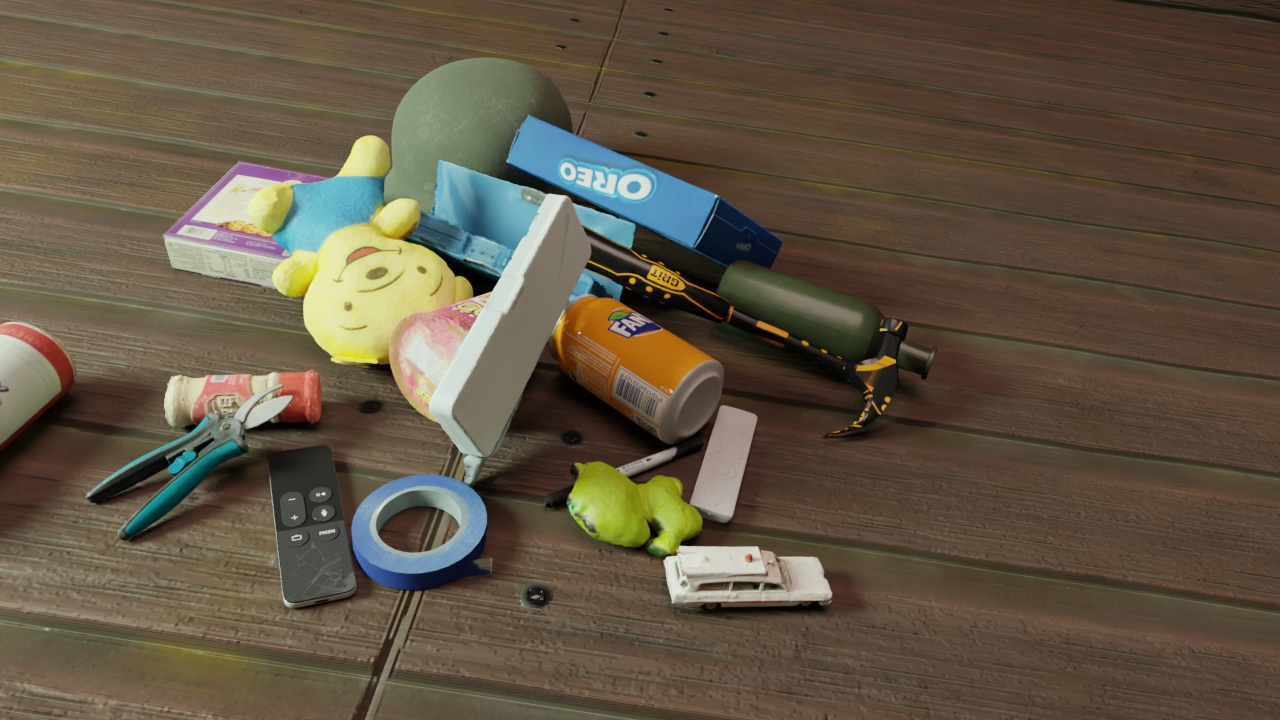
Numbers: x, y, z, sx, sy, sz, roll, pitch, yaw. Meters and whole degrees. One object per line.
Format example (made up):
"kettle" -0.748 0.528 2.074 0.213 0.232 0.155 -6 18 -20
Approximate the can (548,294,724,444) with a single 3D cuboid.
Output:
"can" -0.005 0.005 0.772 0.142 0.079 0.078 32 42 30

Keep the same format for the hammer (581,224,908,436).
"hammer" 0.074 -0.038 0.800 0.320 0.036 0.123 24 74 0

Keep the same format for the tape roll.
"tape roll" -0.153 0.118 0.638 0.091 0.016 0.093 -5 38 -18

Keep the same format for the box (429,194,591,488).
"box" -0.088 -0.012 0.677 0.049 0.137 0.196 19 60 9

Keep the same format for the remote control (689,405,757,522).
"remote control" 0.068 0.081 0.739 0.033 0.012 0.130 16 36 7

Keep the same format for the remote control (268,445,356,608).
"remote control" -0.231 0.111 0.639 0.045 0.008 0.146 -8 39 -22

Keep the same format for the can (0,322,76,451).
"can" -0.472 0.041 0.635 0.067 0.067 0.169 11 36 3

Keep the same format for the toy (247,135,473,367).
"toy" -0.245 -0.084 0.814 0.148 0.084 0.214 -30 71 -19

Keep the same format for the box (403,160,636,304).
"box" -0.121 -0.124 0.888 0.232 0.102 0.094 21 -4 19

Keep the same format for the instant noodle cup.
"instant noodle cup" -0.136 -0.011 0.765 0.098 0.098 0.108 22 30 18

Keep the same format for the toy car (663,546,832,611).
"toy car" 0.075 0.146 0.627 0.113 0.039 0.039 1 36 -10

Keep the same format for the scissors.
"scissors" -0.317 0.070 0.648 0.128 0.019 0.153 -3 46 2

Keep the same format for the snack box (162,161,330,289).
"snack box" -0.364 -0.135 0.911 0.143 0.041 0.147 11 42 5

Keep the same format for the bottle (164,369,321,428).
"bottle" -0.304 0.030 0.708 0.109 0.044 0.044 -2 37 -14

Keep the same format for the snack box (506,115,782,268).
"snack box" 0.009 -0.165 0.953 0.239 0.056 0.195 28 7 26

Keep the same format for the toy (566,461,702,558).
"toy" -0.007 0.107 0.669 0.093 0.036 0.094 -11 49 -32

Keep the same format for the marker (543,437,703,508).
"marker" -0.011 0.086 0.716 0.151 0.011 0.011 -18 43 -32

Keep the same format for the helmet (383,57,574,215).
"helmet" -0.173 -0.255 1.034 0.227 0.154 0.266 27 40 24

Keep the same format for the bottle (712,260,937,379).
"bottle" 0.173 -0.032 0.868 0.207 0.072 0.071 21 37 17
